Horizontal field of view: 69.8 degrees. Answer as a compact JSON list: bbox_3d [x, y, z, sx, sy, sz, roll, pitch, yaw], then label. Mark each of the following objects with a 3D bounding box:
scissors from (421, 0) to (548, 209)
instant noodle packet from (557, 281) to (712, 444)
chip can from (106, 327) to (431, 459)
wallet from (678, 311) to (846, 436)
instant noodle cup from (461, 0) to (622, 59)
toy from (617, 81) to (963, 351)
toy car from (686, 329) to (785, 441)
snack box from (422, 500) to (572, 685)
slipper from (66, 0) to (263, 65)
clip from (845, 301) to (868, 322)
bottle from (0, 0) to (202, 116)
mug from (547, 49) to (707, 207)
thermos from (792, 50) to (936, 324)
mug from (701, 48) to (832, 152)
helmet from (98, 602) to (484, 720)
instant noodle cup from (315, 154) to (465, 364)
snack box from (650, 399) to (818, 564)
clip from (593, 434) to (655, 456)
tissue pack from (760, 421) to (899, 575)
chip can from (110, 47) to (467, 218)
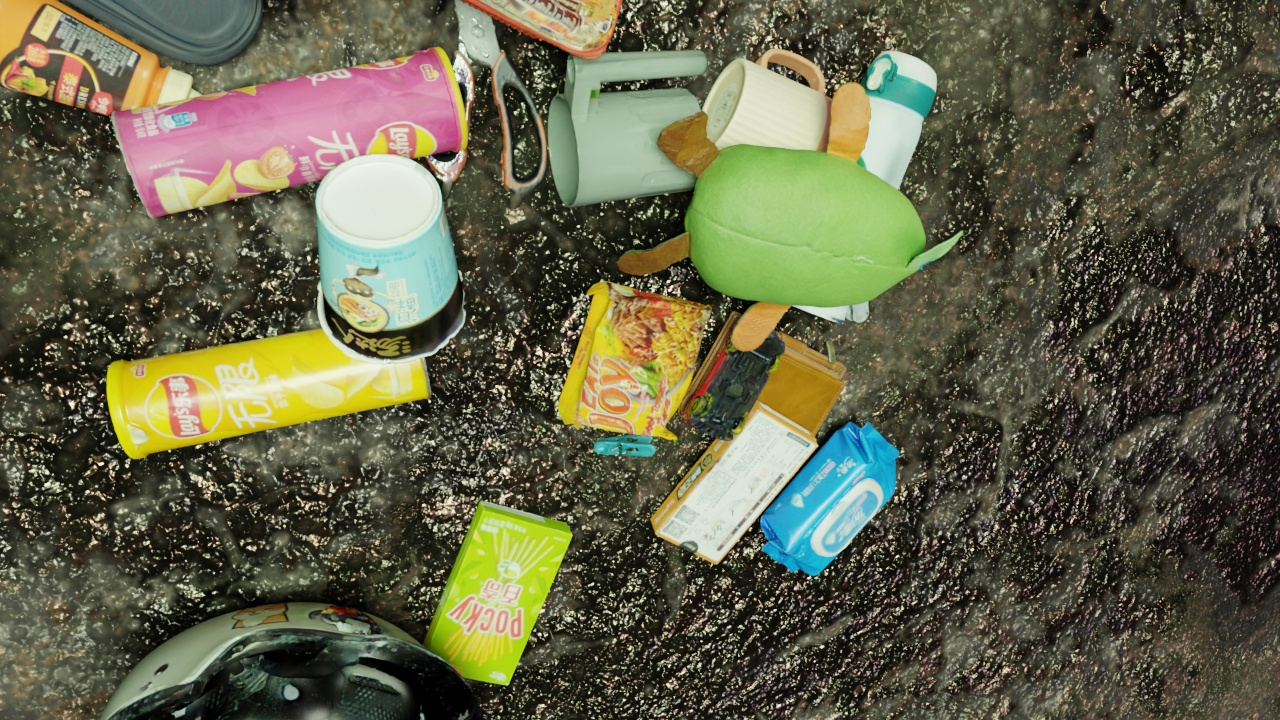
[{"bbox_3d":[-0.130,-0.222,0.682,0.201,0.015,0.206,40,91,-24],"label":"scissors"},{"bbox_3d":[-0.005,0.005,0.777,0.110,0.044,0.128,12,102,-17],"label":"instant noodle packet"},{"bbox_3d":[-0.267,0.015,0.678,0.213,0.072,0.072,-12,109,-16],"label":"chip can"},{"bbox_3d":[0.116,0.022,0.826,0.130,0.035,0.119,24,99,-23],"label":"wallet"},{"bbox_3d":[-0.084,-0.303,0.619,0.164,0.079,0.188,22,73,-23],"label":"instant noodle cup"},{"bbox_3d":[0.111,-0.102,0.699,0.246,0.089,0.227,11,124,-17],"label":"toy"},{"bbox_3d":[0.081,0.016,0.782,0.049,0.031,0.106,26,100,-19],"label":"toy car"},{"bbox_3d":[-0.128,0.206,0.804,0.085,0.026,0.156,20,99,-22],"label":"snack box"},{"bbox_3d":[-0.352,-0.286,0.545,0.268,0.083,0.110,32,79,-26],"label":"slipper"},{"bbox_3d":[0.197,-0.062,0.838,0.026,0.042,0.058,-17,113,-15],"label":"clip"},{"bbox_3d":[-0.353,-0.189,0.597,0.149,0.067,0.067,20,99,-29],"label":"bottle"},{"bbox_3d":[-0.008,-0.176,0.687,0.103,0.083,0.124,-9,145,-18],"label":"mug"},{"bbox_3d":[0.182,-0.147,0.780,0.073,0.073,0.224,17,99,-22],"label":"thermos"},{"bbox_3d":[0.112,-0.199,0.741,0.105,0.082,0.114,18,72,-21],"label":"mug"},{"bbox_3d":[-0.275,0.282,0.708,0.273,0.157,0.230,0,105,-30],"label":"helmet"},{"bbox_3d":[-0.176,-0.074,0.632,0.111,0.111,0.121,-12,152,-15],"label":"instant noodle cup"},{"bbox_3d":[0.084,0.111,0.830,0.075,0.026,0.154,30,107,-25],"label":"snack box"},{"bbox_3d":[-0.014,0.075,0.805,0.054,0.033,0.013,-4,105,-4],"label":"clip"},{"bbox_3d":[0.180,0.131,0.854,0.157,0.052,0.095,-49,139,0],"label":"tissue pack"},{"bbox_3d":[-0.227,-0.153,0.612,0.210,0.071,0.071,-18,111,-18],"label":"chip can"}]
